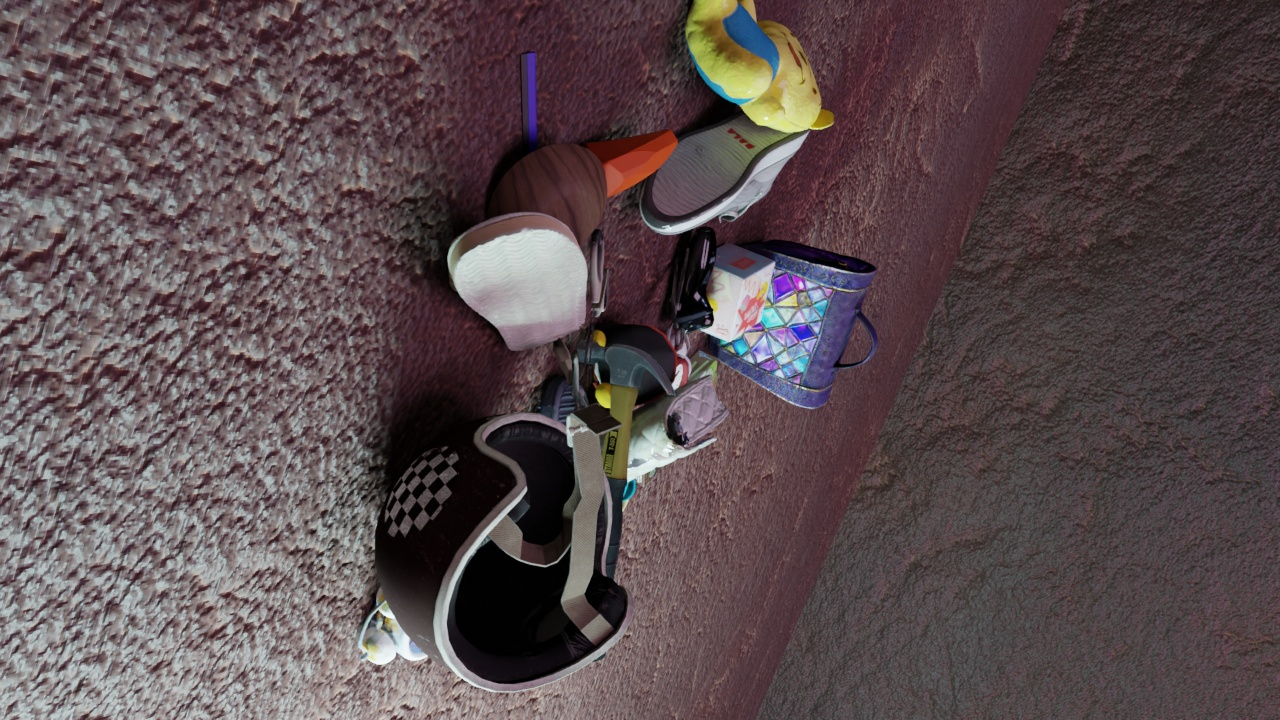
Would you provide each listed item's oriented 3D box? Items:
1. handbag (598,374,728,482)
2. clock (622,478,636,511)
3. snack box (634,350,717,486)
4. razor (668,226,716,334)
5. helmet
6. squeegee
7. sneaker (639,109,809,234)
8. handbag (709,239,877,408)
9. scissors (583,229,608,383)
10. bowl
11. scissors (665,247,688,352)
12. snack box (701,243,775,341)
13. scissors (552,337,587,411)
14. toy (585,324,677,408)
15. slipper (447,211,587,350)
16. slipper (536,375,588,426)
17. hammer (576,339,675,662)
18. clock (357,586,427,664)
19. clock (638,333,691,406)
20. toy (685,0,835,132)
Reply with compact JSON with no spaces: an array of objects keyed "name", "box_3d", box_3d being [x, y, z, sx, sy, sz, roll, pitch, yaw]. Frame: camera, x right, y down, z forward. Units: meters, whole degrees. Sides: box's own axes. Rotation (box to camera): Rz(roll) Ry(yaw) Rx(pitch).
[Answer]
[{"name":"handbag","box_3d":[0.006,0.095,1.064,0.195,0.072,0.138,-30,-179,41]},{"name":"clock","box_3d":[-0.046,0.169,1.191,0.098,0.044,0.130,-48,144,-32]},{"name":"snack box","box_3d":[0.045,0.080,1.296,0.185,0.032,0.101,-45,149,-37]},{"name":"razor","box_3d":[0.073,-0.097,1.149,0.052,0.064,0.141,-31,140,-52]},{"name":"helmet","box_3d":[-0.111,0.157,0.797,0.233,0.254,0.233,-42,124,-11]},{"name":"squeegee","box_3d":[-0.031,-0.184,0.870,0.184,0.055,0.250,-33,141,-37]},{"name":"sneaker","box_3d":[0.087,-0.198,1.059,0.262,0.097,0.129,-38,158,-34]},{"name":"handbag","box_3d":[0.230,-0.056,1.308,0.125,0.222,0.205,-21,132,-57]},{"name":"scissors","box_3d":[-0.045,-0.053,0.937,0.153,0.012,0.163,-4,94,-84]},{"name":"bowl","box_3d":[-0.074,-0.130,0.809,0.119,0.032,0.119,-24,142,-21]},{"name":"scissors","box_3d":[0.038,-0.051,1.113,0.141,0.014,0.165,-94,-163,-47]},{"name":"snack box","box_3d":[0.118,-0.092,1.224,0.092,0.079,0.095,-31,140,-50]},{"name":"scissors","box_3d":[-0.066,0.028,0.894,0.015,0.179,0.200,-11,141,-10]},{"name":"toy","box_3d":[-0.006,0.006,1.056,0.119,0.100,0.097,55,22,-83]},{"name":"slipper","box_3d":[-0.104,-0.069,0.787,0.115,0.052,0.263,-19,164,-3]},{"name":"slipper","box_3d":[-0.110,0.147,1.011,0.101,0.083,0.263,4,89,-63]},{"name":"hammer","box_3d":[-0.034,0.149,0.967,0.025,0.118,0.333,6,92,-61]},{"name":"clock","box_3d":[-0.227,0.248,0.893,0.125,0.052,0.089,1,113,-60]},{"name":"clock","box_3d":[0.030,0.019,1.196,0.124,0.044,0.087,-54,153,-20]},{"name":"toy","box_3d":[0.125,-0.317,0.987,0.213,0.084,0.149,-3,75,-59]}]
